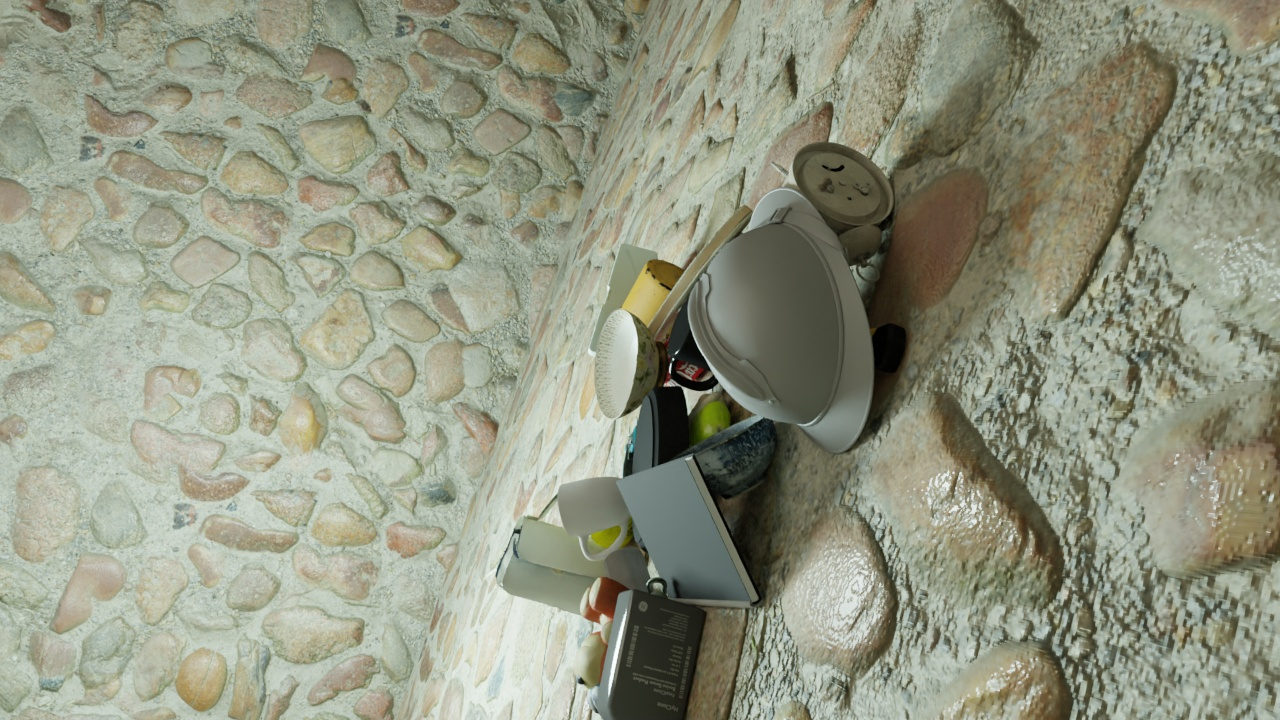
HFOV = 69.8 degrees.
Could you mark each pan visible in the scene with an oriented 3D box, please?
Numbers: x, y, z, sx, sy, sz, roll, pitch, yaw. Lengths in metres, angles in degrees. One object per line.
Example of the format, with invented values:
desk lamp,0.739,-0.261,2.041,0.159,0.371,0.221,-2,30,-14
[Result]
pan,0.014,0.123,1.175,0.355,0.044,0.204,-136,51,-81

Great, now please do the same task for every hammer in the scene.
hammer,0.170,-0.026,0.903,0.324,0.034,0.170,-147,77,-75

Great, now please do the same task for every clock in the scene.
clock,0.188,-0.135,0.875,0.061,0.103,0.156,118,141,-54

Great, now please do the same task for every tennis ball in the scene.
tennis ball,-0.039,0.225,1.256,0.065,0.065,0.065,-160,91,-76

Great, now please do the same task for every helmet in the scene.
helmet,0.100,-0.037,0.823,0.184,0.117,0.270,109,150,-51

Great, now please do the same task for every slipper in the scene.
slipper,0.072,-0.092,1.243,0.273,0.054,0.114,-52,-8,23

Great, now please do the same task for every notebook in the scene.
notebook,0.042,0.177,0.925,0.149,0.016,0.207,65,157,4

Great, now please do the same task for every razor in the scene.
razor,-0.013,0.277,1.113,0.116,0.047,0.088,101,151,-72

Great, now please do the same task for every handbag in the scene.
handbag,-0.107,0.258,1.291,0.074,0.151,0.175,157,133,-71

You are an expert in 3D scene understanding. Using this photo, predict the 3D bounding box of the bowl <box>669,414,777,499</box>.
bowl,0.091,0.103,0.917,0.114,0.061,0.114,-26,-1,-1

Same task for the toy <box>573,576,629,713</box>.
toy,-0.025,0.326,0.995,0.112,0.096,0.176,119,133,-61

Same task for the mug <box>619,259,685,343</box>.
mug,0.036,-0.081,1.358,0.094,0.100,0.123,-60,39,28

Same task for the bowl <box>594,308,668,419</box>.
bowl,-0.007,0.007,1.203,0.145,0.063,0.145,-175,90,-65

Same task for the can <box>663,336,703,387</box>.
can,0.061,-0.009,1.216,0.105,0.064,0.064,128,158,-51

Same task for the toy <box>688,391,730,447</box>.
toy,0.076,0.081,1.074,0.117,0.043,0.092,-91,21,-65

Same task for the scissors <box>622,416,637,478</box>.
scissors,-0.011,0.136,1.378,0.156,0.019,0.124,149,141,-71

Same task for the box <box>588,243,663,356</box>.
box,-0.008,-0.078,1.464,0.074,0.126,0.197,0,64,37

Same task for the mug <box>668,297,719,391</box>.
mug,0.080,-0.013,1.095,0.078,0.088,0.114,-93,27,-59

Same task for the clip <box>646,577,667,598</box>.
clip,0.020,0.270,0.996,0.042,0.023,0.076,-94,-2,-57

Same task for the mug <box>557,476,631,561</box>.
mug,-0.050,0.204,1.194,0.071,0.089,0.107,39,-142,-72

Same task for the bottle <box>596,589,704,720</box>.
bottle,0.004,0.326,0.916,0.046,0.083,0.173,138,148,-62
